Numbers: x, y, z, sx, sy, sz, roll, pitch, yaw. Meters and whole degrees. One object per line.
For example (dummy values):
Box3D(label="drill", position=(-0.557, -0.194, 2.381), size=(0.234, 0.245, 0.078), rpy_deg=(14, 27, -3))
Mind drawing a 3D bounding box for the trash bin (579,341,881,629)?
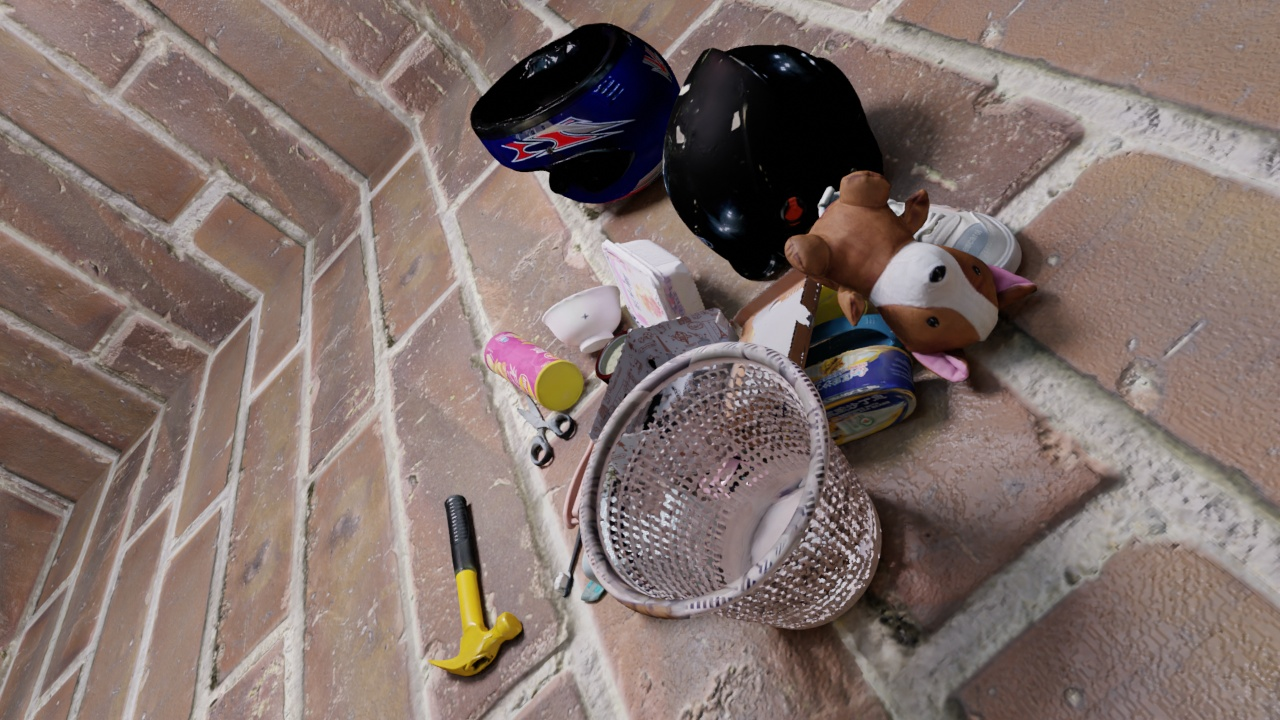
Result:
Box3D(label="trash bin", position=(0.094, 0.126, 0.764), size=(0.228, 0.192, 0.227), rpy_deg=(-23, 49, 29))

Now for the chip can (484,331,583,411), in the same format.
Box3D(label="chip can", position=(-0.160, 0.012, 1.332), size=(0.071, 0.071, 0.211), rpy_deg=(-55, 32, -7))

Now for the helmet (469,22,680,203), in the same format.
Box3D(label="helmet", position=(-0.080, -0.367, 1.454), size=(0.316, 0.240, 0.246), rpy_deg=(-18, 44, 26))

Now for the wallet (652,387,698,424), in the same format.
Box3D(label="wallet", position=(0.045, 0.067, 1.060), size=(0.090, 0.033, 0.115), rpy_deg=(-33, 32, 27))

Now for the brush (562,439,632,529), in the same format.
Box3D(label="brush", position=(-0.043, 0.131, 1.072), size=(0.073, 0.063, 0.145), rpy_deg=(-10, 48, 32))

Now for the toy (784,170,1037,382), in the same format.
Box3D(label="toy", position=(0.240, -0.080, 0.825), size=(0.140, 0.199, 0.130), rpy_deg=(-50, -11, 2))

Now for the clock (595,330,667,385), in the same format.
Box3D(label="clock", position=(-0.007, 0.007, 1.161), size=(0.122, 0.055, 0.082), rpy_deg=(10, 65, 58))

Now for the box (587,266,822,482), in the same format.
Box3D(label="box", position=(0.080, 0.014, 0.947), size=(0.261, 0.105, 0.178), rpy_deg=(-16, 38, 34))

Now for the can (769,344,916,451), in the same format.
Box3D(label="can", position=(0.189, 0.039, 0.869), size=(0.148, 0.074, 0.049), rpy_deg=(-25, 44, 34))

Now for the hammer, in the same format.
Box3D(label="hammer", position=(-0.225, 0.277, 1.178), size=(0.129, 0.033, 0.300), rpy_deg=(-42, 33, 11))

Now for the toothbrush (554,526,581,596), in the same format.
Box3D(label="toothbrush", position=(-0.071, 0.193, 1.088), size=(0.016, 0.018, 0.180), rpy_deg=(-22, 40, 42))

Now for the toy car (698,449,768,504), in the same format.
Box3D(label="toy car", position=(0.102, 0.124, 0.925), size=(0.122, 0.037, 0.056), rpy_deg=(20, 74, 55))

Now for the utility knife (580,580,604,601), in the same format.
Box3D(label="utility knife", position=(-0.020, 0.204, 1.015), size=(0.151, 0.013, 0.029), rpy_deg=(-56, 35, -9))

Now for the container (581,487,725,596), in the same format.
Box3D(label="container", position=(0.017, 0.184, 0.920), size=(0.112, 0.090, 0.089), rpy_deg=(-18, 44, 36))

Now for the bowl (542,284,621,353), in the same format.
Box3D(label="bowl", position=(-0.070, -0.049, 1.278), size=(0.119, 0.118, 0.064), rpy_deg=(-30, 76, 29))

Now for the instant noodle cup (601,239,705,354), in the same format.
Box3D(label="instant noodle cup", position=(0.025, -0.087, 1.165), size=(0.060, 0.138, 0.173), rpy_deg=(-29, 30, -9))

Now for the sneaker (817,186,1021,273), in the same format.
Box3D(label="sneaker", position=(0.272, -0.136, 0.929), size=(0.089, 0.090, 0.242), rpy_deg=(-54, 33, -4))

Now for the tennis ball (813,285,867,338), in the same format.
Box3D(label="tennis ball", position=(0.202, -0.055, 0.956), size=(0.066, 0.065, 0.065), rpy_deg=(-32, 36, 27))

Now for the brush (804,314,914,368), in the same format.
Box3D(label="brush", position=(0.196, -0.007, 0.906), size=(0.144, 0.073, 0.055), rpy_deg=(-26, 32, 33))

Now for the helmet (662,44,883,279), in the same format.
Box3D(label="helmet", position=(0.136, -0.242, 1.099), size=(0.275, 0.230, 0.233), rpy_deg=(-66, 28, 12))

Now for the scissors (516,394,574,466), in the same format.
Box3D(label="scissors", position=(-0.145, 0.094, 1.286), size=(0.169, 0.014, 0.155), rpy_deg=(-18, 43, 41))
